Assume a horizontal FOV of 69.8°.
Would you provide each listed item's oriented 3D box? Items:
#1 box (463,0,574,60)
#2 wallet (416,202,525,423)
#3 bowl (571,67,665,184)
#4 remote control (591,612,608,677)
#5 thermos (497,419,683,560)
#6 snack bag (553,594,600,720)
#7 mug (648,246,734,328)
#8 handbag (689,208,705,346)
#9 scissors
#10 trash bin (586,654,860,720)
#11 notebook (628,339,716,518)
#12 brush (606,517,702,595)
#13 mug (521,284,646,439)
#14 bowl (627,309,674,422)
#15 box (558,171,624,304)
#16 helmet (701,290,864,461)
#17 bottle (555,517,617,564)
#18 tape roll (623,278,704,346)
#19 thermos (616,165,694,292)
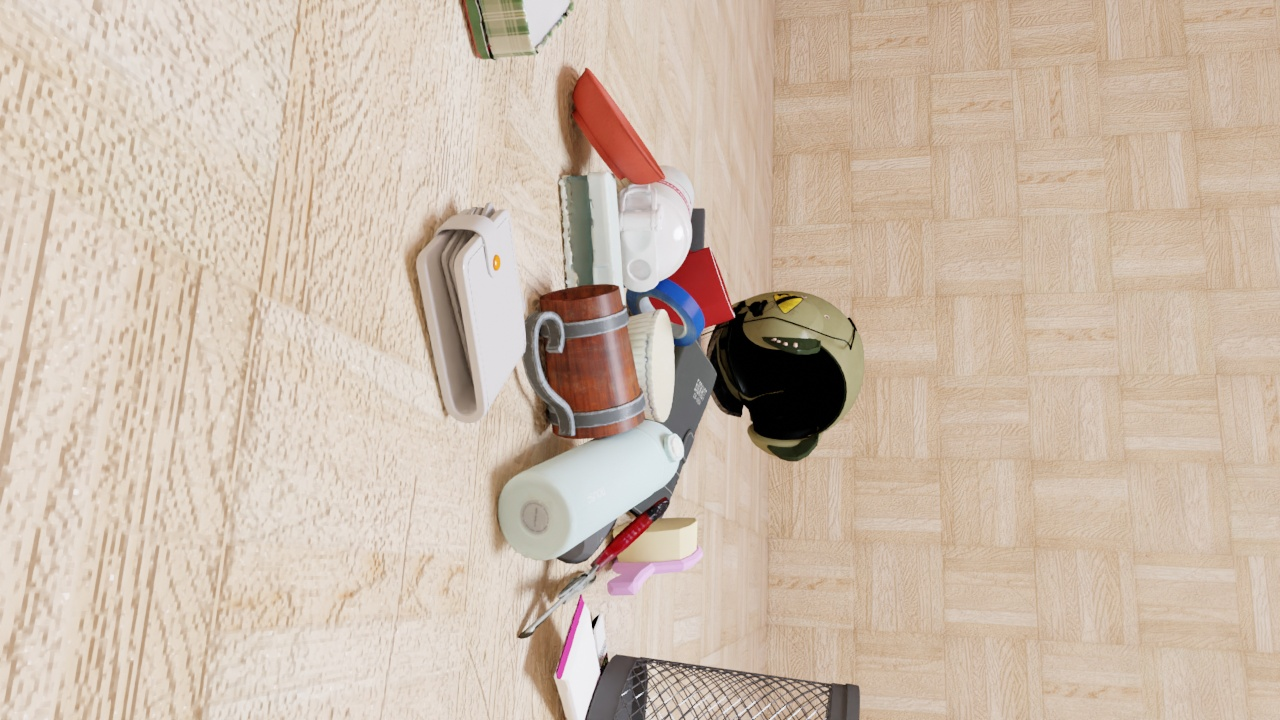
[{"bbox_3d":[-0.095,-0.314,0.599,0.117,0.050,0.206,-71,157,-48],"label":"box"},{"bbox_3d":[-0.100,-0.040,0.591,0.115,0.037,0.118,-69,158,-58],"label":"wallet"},{"bbox_3d":[-0.026,-0.206,0.839,0.122,0.035,0.122,53,10,-15],"label":"bowl"},{"bbox_3d":[-0.039,0.307,0.901,0.028,0.012,0.124,-61,148,-65],"label":"remote control"},{"bbox_3d":[-0.031,0.095,0.733,0.206,0.078,0.065,-18,87,-64],"label":"thermos"},{"bbox_3d":[-0.053,0.279,0.791,0.197,0.016,0.070,86,16,-48],"label":"snack bag"},{"bbox_3d":[0.046,-0.089,1.065,0.080,0.097,0.116,46,27,-69],"label":"mug"},{"bbox_3d":[0.055,-0.080,1.213,0.196,0.072,0.175,58,34,-74],"label":"handbag"},{"bbox_3d":[-0.040,0.179,0.783,0.198,0.015,0.180,-39,170,-30],"label":"scissors"},{"bbox_3d":[0.071,0.388,0.840,0.217,0.227,0.217,8,89,-78],"label":"trash bin"},{"bbox_3d":[0.034,0.084,1.070,0.208,0.029,0.169,-66,158,-12],"label":"notebook"},{"bbox_3d":[0.007,0.195,0.934,0.228,0.089,0.043,11,74,-77],"label":"brush"},{"bbox_3d":[-0.051,0.004,0.737,0.117,0.082,0.111,-29,115,-54],"label":"mug"},{"bbox_3d":[-0.006,0.005,0.941,0.115,0.062,0.115,0,89,-77],"label":"bowl"},{"bbox_3d":[-0.037,-0.073,0.845,0.083,0.067,0.199,-21,110,-56],"label":"box"},{"bbox_3d":[0.196,0.008,1.344,0.232,0.256,0.251,-62,151,-57],"label":"helmet"},{"bbox_3d":[-0.047,0.137,0.793,0.112,0.047,0.047,-38,127,-72],"label":"bottle"},{"bbox_3d":[0.026,-0.053,0.977,0.016,0.091,0.093,-53,123,-24],"label":"tape roll"},{"bbox_3d":[0.011,-0.153,0.971,0.220,0.099,0.099,-72,158,-66],"label":"thermos"}]
